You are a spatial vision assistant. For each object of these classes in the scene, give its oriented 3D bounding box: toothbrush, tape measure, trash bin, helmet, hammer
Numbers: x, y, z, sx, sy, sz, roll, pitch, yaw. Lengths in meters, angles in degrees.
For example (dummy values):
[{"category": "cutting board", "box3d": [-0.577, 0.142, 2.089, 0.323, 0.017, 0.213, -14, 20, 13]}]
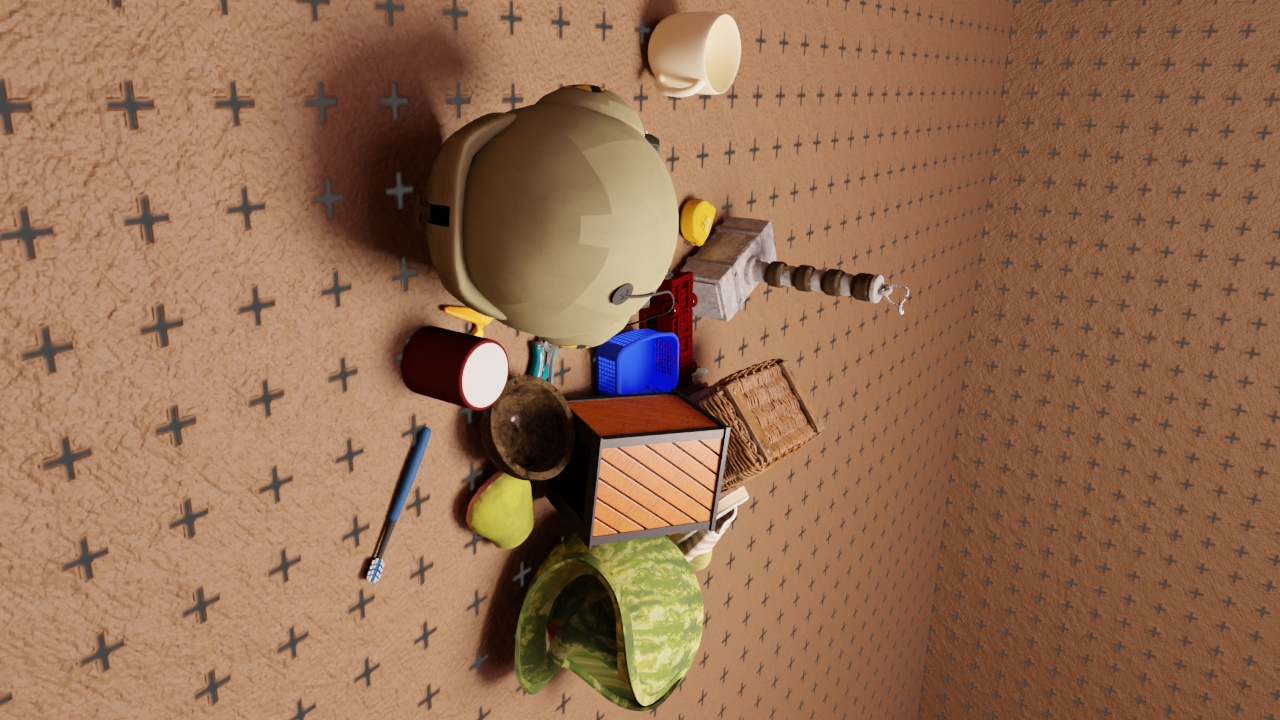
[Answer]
[{"category": "toothbrush", "box3d": [0.061, 0.025, 1.404, 0.154, 0.015, 0.022, -12, 145, -55]}, {"category": "tape measure", "box3d": [0.080, -0.204, 1.339, 0.059, 0.030, 0.068, 29, 74, -57]}, {"category": "trash bin", "box3d": [-0.007, 0.128, 1.142, 0.171, 0.140, 0.140, -3, 110, -27]}, {"category": "helmet", "box3d": [-0.091, -0.133, 0.862, 0.232, 0.256, 0.250, -15, 111, -59]}, {"category": "hammer", "box3d": [0.229, -0.120, 1.321, 0.176, 0.327, 0.079, -49, 138, -37]}, {"category": "helmet", "box3d": [-0.029, 0.326, 1.180, 0.247, 0.214, 0.243, 30, 57, -59]}, {"category": "toothbrush", "box3d": [-0.251, 0.149, 0.958, 0.014, 0.014, 0.167, 23, 79, -23]}]

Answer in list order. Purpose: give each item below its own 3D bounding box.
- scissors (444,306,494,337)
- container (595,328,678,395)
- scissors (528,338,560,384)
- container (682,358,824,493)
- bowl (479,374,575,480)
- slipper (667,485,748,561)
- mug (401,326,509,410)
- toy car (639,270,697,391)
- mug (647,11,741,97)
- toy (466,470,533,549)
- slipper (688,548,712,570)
[{"category": "scissors", "box3d": [-0.172, -0.047, 1.016, 0.130, 0.011, 0.125, -20, 119, -56]}, {"category": "container", "box3d": [-0.007, 0.007, 1.235, 0.114, 0.058, 0.096, -18, 116, -41]}, {"category": "scissors", "box3d": [-0.121, 0.006, 1.108, 0.145, 0.019, 0.133, -51, 140, -34]}, {"category": "container", "box3d": [0.130, 0.099, 1.327, 0.249, 0.184, 0.162, -21, 82, -53]}, {"category": "bowl", "box3d": [-0.139, 0.082, 1.059, 0.121, 0.056, 0.121, 17, 64, -41]}, {"category": "slipper", "box3d": [0.066, 0.265, 1.316, 0.114, 0.052, 0.264, -21, 161, -49]}, {"category": "mug", "box3d": [-0.182, 0.014, 0.953, 0.105, 0.083, 0.073, 44, 64, -54]}, {"category": "toy car", "box3d": [0.039, -0.040, 1.302, 0.070, 0.062, 0.170, -28, 123, -51]}, {"category": "mug", "box3d": [0.058, -0.385, 1.174, 0.120, 0.100, 0.096, -63, 147, -18]}, {"category": "toy", "box3d": [-0.160, 0.180, 1.077, 0.089, 0.051, 0.110, -48, 140, -35]}, {"category": "slipper", "box3d": [0.090, 0.245, 1.461, 0.081, 0.092, 0.191, -36, 133, -50]}]
